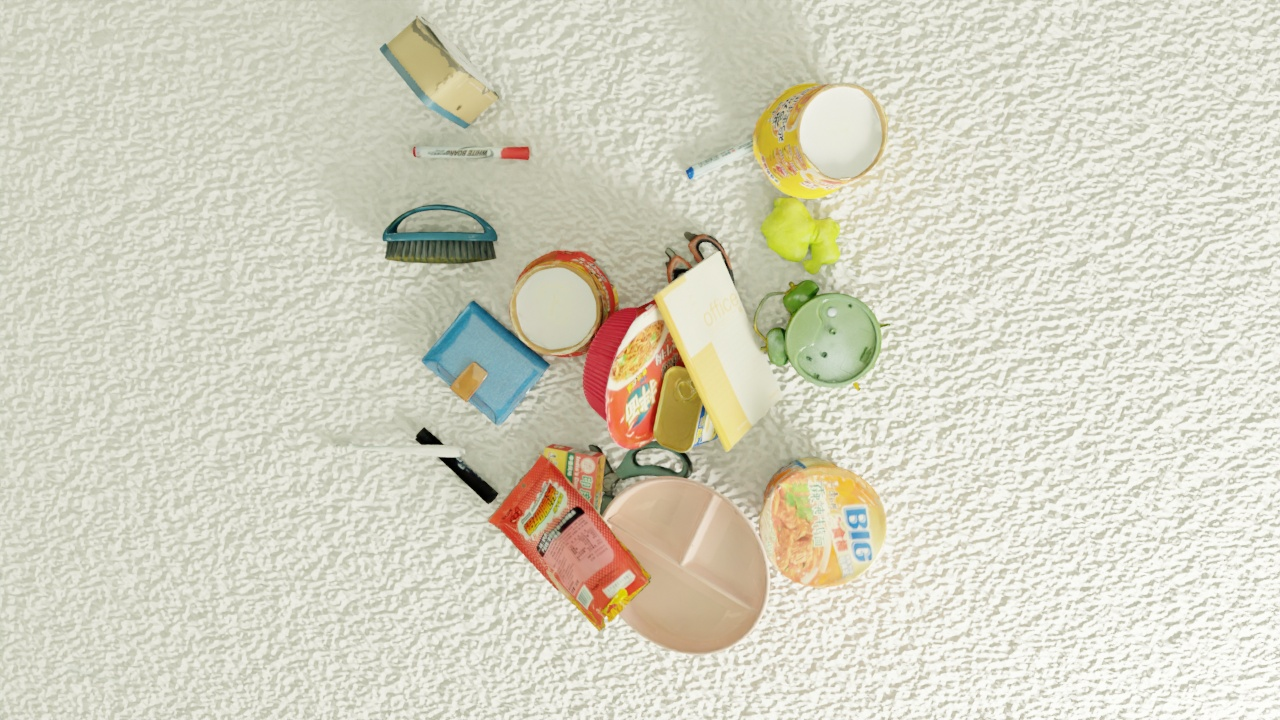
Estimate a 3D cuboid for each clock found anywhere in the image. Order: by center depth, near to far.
[{"bbox_3d":[0.219,-0.033,1.136,0.161,0.056,0.116,23,97,-1],"label":"clock"}]

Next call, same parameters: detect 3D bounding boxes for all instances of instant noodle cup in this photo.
[{"bbox_3d":[0.215,-0.259,1.069,0.138,0.110,0.138,-1,99,-9],"label":"instant noodle cup"},{"bbox_3d":[-0.007,0.006,1.107,0.066,0.193,0.194,22,99,29],"label":"instant noodle cup"},{"bbox_3d":[-0.100,-0.064,1.120,0.138,0.108,0.138,0,97,3],"label":"instant noodle cup"},{"bbox_3d":[0.217,0.191,1.136,0.151,0.111,0.151,0,97,2],"label":"instant noodle cup"}]

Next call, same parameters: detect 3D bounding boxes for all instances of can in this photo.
[{"bbox_3d":[0.066,0.056,1.132,0.057,0.083,0.102,17,102,28],"label":"can"}]

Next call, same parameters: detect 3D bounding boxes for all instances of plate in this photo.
[{"bbox_3d":[0.051,0.249,1.126,0.230,0.028,0.229,5,103,23],"label":"plate"}]

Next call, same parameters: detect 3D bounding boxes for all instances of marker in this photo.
[{"bbox_3d":[0.124,-0.259,1.132,0.146,0.017,0.017,-24,95,5],"label":"marker"},{"bbox_3d":[-0.212,-0.260,1.147,0.145,0.017,0.017,1,97,2],"label":"marker"},{"bbox_3d":[-0.240,0.138,1.197,0.132,0.020,0.022,43,113,-3],"label":"marker"}]

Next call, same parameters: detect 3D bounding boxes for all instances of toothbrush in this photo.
[{"bbox_3d":[-0.313,0.116,1.186,0.180,0.016,0.016,1,105,10],"label":"toothbrush"}]

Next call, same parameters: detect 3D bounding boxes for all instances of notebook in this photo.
[{"bbox_3d":[0.098,-0.014,1.103,0.010,0.145,0.206,-14,106,42],"label":"notebook"}]

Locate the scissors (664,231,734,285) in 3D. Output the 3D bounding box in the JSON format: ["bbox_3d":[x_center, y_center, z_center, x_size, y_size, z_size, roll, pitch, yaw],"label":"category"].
[{"bbox_3d":[0.092,-0.049,1.161,0.182,0.015,0.209,13,97,0],"label":"scissors"}]

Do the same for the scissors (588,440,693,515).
[{"bbox_3d":[-0.003,0.180,1.170,0.175,0.019,0.170,-15,91,21],"label":"scissors"}]

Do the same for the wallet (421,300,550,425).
[{"bbox_3d":[-0.198,0.004,1.170,0.133,0.040,0.106,41,93,-2],"label":"wallet"}]

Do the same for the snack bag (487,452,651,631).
[{"bbox_3d":[-0.088,0.227,1.138,0.208,0.073,0.129,44,112,16],"label":"snack bag"}]

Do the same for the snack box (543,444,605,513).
[{"bbox_3d":[-0.091,0.191,1.183,0.077,0.027,0.156,9,98,21],"label":"snack box"}]

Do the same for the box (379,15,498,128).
[{"bbox_3d":[-0.228,-0.329,1.056,0.063,0.184,0.090,-40,89,9],"label":"box"}]

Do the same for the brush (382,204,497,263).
[{"bbox_3d":[-0.250,-0.157,1.141,0.144,0.055,0.073,0,98,3],"label":"brush"}]

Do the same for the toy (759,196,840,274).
[{"bbox_3d":[0.198,-0.154,1.134,0.100,0.031,0.097,-2,94,-1],"label":"toy"}]
